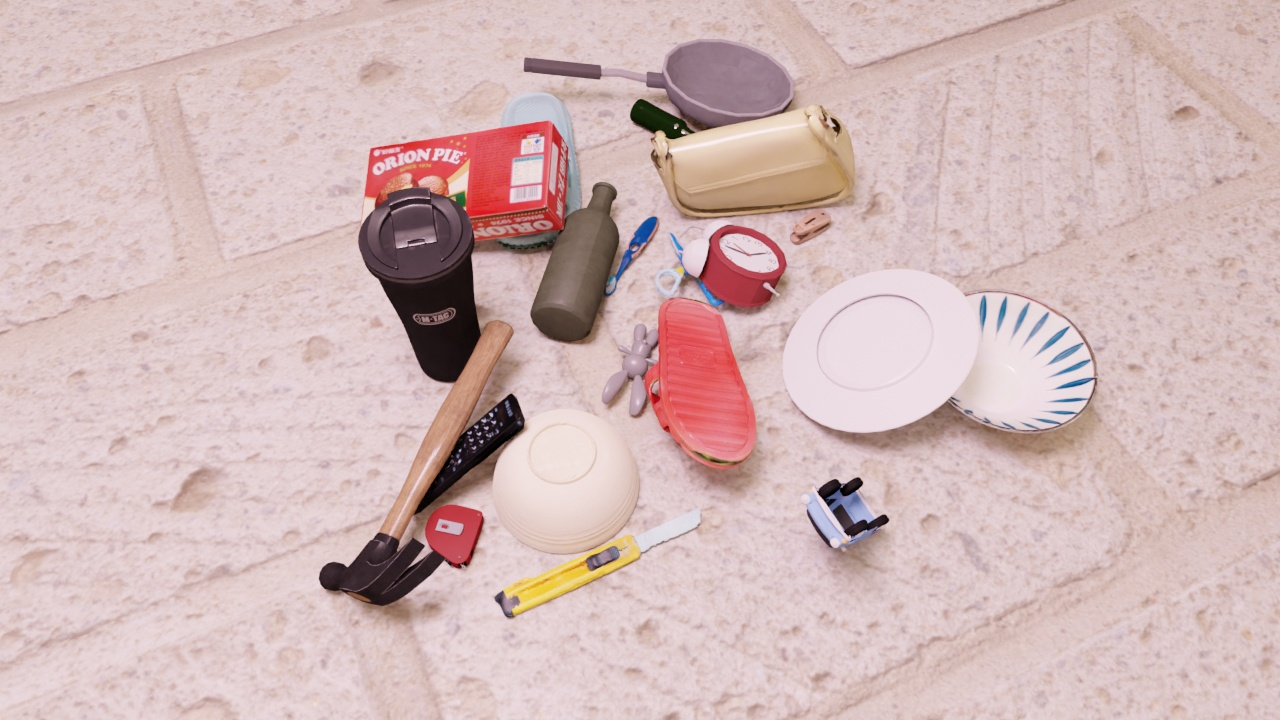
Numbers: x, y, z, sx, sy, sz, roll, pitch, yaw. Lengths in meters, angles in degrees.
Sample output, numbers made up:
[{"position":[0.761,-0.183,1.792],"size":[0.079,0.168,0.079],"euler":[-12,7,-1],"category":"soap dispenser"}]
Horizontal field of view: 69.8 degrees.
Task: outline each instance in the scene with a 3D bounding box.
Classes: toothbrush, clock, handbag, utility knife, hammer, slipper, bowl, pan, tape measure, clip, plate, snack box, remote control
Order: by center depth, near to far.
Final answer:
[{"position":[-0.037,0.192,0.891],"size":[0.217,0.019,0.030],"euler":[-21,68,-17],"category":"utility knife"},{"position":[-0.197,0.088,0.891],"size":[0.133,0.040,0.304],"euler":[-5,51,44],"category":"hammer"},{"position":[-0.186,0.171,0.899],"size":[0.051,0.019,0.058],"euler":[11,57,6],"category":"tape measure"},{"position":[-0.076,0.107,0.908],"size":[0.151,0.075,0.150],"euler":[0,56,-1],"category":"bowl"},{"position":[-0.173,0.095,0.910],"size":[0.150,0.022,0.047],"euler":[-39,37,7],"category":"remote control"},{"position":[0.056,0.027,0.967],"size":[0.103,0.059,0.248],"euler":[7,39,-13],"category":"slipper"},{"position":[0.248,-0.018,0.970],"size":[0.209,0.015,0.208],"euler":[-18,49,21],"category":"plate"},{"position":[0.380,0.014,0.973],"size":[0.177,0.071,0.177],"euler":[0,57,0],"category":"bowl"},{"position":[0.107,-0.114,1.052],"size":[0.137,0.048,0.096],"euler":[33,44,10],"category":"clock"},{"position":[-0.205,-0.200,1.067],"size":[0.237,0.060,0.113],"euler":[-5,71,16],"category":"snack box"},{"position":[0.134,-0.243,1.085],"size":[0.233,0.191,0.088],"euler":[-9,74,8],"category":"handbag"},{"position":[-0.011,-0.129,1.097],"size":[0.021,0.017,0.134],"euler":[25,60,10],"category":"toothbrush"},{"position":[0.206,-0.166,1.114],"size":[0.061,0.049,0.025],"euler":[-44,64,5],"category":"clip"},{"position":[-0.134,-0.256,1.150],"size":[0.116,0.070,0.275],"euler":[-1,56,-5],"category":"slipper"},{"position":[0.026,-0.367,1.208],"size":[0.357,0.041,0.178],"euler":[3,49,-8],"category":"pan"}]

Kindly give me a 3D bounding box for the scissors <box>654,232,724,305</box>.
[{"position":[0.048,-0.108,1.070],"size":[0.110,0.018,0.130],"euler":[-4,49,-26],"category":"scissors"}]

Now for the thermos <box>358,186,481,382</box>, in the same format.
[{"position":[-0.210,-0.065,0.933],"size":[0.106,0.219,0.105],"euler":[0,57,0],"category":"thermos"}]

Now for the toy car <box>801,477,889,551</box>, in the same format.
[{"position":[0.187,0.145,0.855],"size":[0.055,0.153,0.056],"euler":[-39,69,18],"category":"toy car"}]

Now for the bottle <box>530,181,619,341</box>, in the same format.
[{"position":[-0.066,-0.122,1.059],"size":[0.071,0.072,0.206],"euler":[11,58,7],"category":"bottle"}]

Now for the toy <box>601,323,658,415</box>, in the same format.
[{"position":[-0.006,0.006,1.002],"size":[0.049,0.030,0.111],"euler":[23,53,-3],"category":"toy"}]

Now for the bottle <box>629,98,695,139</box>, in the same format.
[{"position":[0.043,-0.303,1.202],"size":[0.123,0.033,0.033],"euler":[32,62,18],"category":"bottle"}]
